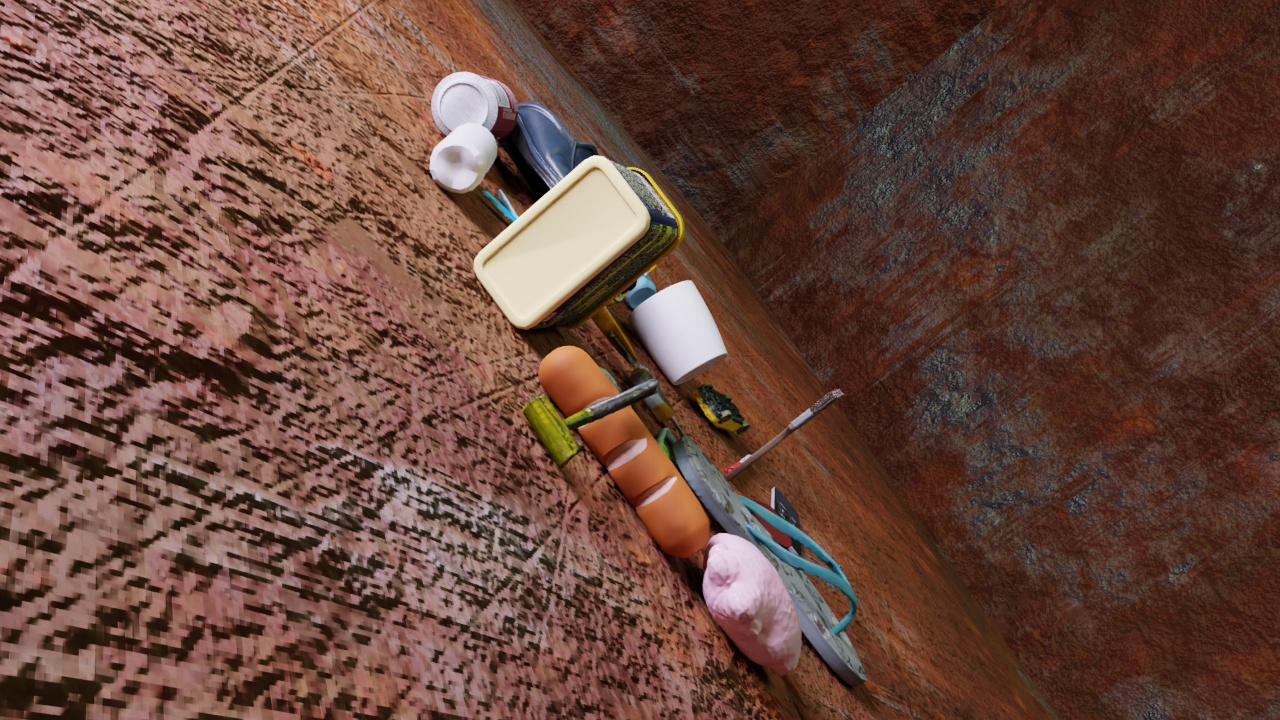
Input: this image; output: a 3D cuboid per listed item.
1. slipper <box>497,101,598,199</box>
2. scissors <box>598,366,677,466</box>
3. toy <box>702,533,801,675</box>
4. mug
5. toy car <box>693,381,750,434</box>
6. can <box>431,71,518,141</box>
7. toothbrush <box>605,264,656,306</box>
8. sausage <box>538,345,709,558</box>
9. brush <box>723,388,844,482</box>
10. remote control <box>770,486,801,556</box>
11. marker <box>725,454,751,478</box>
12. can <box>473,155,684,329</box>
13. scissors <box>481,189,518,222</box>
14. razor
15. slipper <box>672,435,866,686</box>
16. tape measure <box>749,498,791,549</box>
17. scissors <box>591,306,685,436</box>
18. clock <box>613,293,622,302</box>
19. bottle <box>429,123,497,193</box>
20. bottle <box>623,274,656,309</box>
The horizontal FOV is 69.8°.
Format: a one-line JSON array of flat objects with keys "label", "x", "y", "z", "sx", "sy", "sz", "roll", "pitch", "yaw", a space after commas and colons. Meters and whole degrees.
[{"label": "slipper", "x": -0.083, "y": -0.213, "z": 0.994, "sx": 0.265, "sy": 0.083, "sz": 0.109, "roll": 57, "pitch": -8, "yaw": 24}, {"label": "scissors", "x": 0.003, "y": 0.069, "z": 0.719, "sx": 0.165, "sy": 0.024, "sz": 0.171, "roll": 57, "pitch": 9, "yaw": -1}, {"label": "toy", "x": 0.070, "y": 0.156, "z": 0.604, "sx": 0.102, "sy": 0.050, "sz": 0.093, "roll": 62, "pitch": 12, "yaw": 26}, {"label": "mug", "x": 0.040, "y": -0.023, "z": 1.003, "sx": 0.087, "sy": 0.080, "sz": 0.114, "roll": 60, "pitch": -18, "yaw": 10}, {"label": "toy car", "x": 0.092, "y": 0.058, "z": 1.043, "sx": 0.049, "sy": 0.030, "sz": 0.107, "roll": 57, "pitch": 15, "yaw": 29}, {"label": "can", "x": -0.160, "y": -0.247, "z": 0.902, "sx": 0.063, "sy": 0.063, "sz": 0.114, "roll": 50, "pitch": 12, "yaw": -8}, {"label": "toothbrush", "x": -0.016, "y": -0.086, "z": 0.985, "sx": 0.031, "sy": 0.031, "sz": 0.196, "roll": 38, "pitch": 24, "yaw": 5}, {"label": "sausage", "x": -0.010, "y": 0.060, "z": 0.615, "sx": 0.164, "sy": 0.039, "sz": 0.044, "roll": 53, "pitch": 18, "yaw": 6}, {"label": "brush", "x": 0.123, "y": 0.073, "z": 0.833, "sx": 0.008, "sy": 0.143, "sz": 0.045, "roll": 53, "pitch": 20, "yaw": 12}, {"label": "remote control", "x": 0.158, "y": 0.174, "z": 1.002, "sx": 0.045, "sy": 0.008, "sz": 0.146, "roll": 52, "pitch": 11, "yaw": -1}, {"label": "marker", "x": 0.108, "y": 0.112, "z": 0.986, "sx": 0.013, "sy": 0.013, "sz": 0.142, "roll": 54, "pitch": 11, "yaw": 9}, {"label": "can", "x": -0.045, "y": -0.085, "z": 0.687, "sx": 0.075, "sy": 0.135, "sz": 0.104, "roll": 53, "pitch": 14, "yaw": 5}, {"label": "scissors", "x": -0.100, "y": -0.108, "z": 0.850, "sx": 0.134, "sy": 0.011, "sz": 0.140, "roll": 46, "pitch": 14, "yaw": -39}, {"label": "razor", "x": -0.023, "y": 0.031, "z": 0.579, "sx": 0.105, "sy": 0.026, "sz": 0.042, "roll": -22, "pitch": 70, "yaw": -47}, {"label": "slipper", "x": 0.124, "y": 0.160, "z": 0.782, "sx": 0.269, "sy": 0.055, "sz": 0.098, "roll": 51, "pitch": 9, "yaw": -11}, {"label": "tape measure", "x": 0.116, "y": 0.158, "z": 0.863, "sx": 0.059, "sy": 0.019, "sz": 0.051, "roll": 25, "pitch": 30, "yaw": -51}, {"label": "scissors", "x": -0.005, "y": 0.004, "z": 0.792, "sx": 0.225, "sy": 0.016, "sz": 0.229, "roll": 55, "pitch": 1, "yaw": -17}, {"label": "clock", "x": -0.050, "y": -0.105, "z": 0.872, "sx": 0.117, "sy": 0.057, "sz": 0.083, "roll": 62, "pitch": 12, "yaw": 5}, {"label": "bottle", "x": -0.148, "y": -0.176, "z": 0.783, "sx": 0.044, "sy": 0.044, "sz": 0.136, "roll": 48, "pitch": 12, "yaw": -18}, {"label": "bottle", "x": -0.021, "y": -0.115, "z": 1.105, "sx": 0.040, "sy": 0.040, "sz": 0.130, "roll": 39, "pitch": 17, "yaw": -47}]
